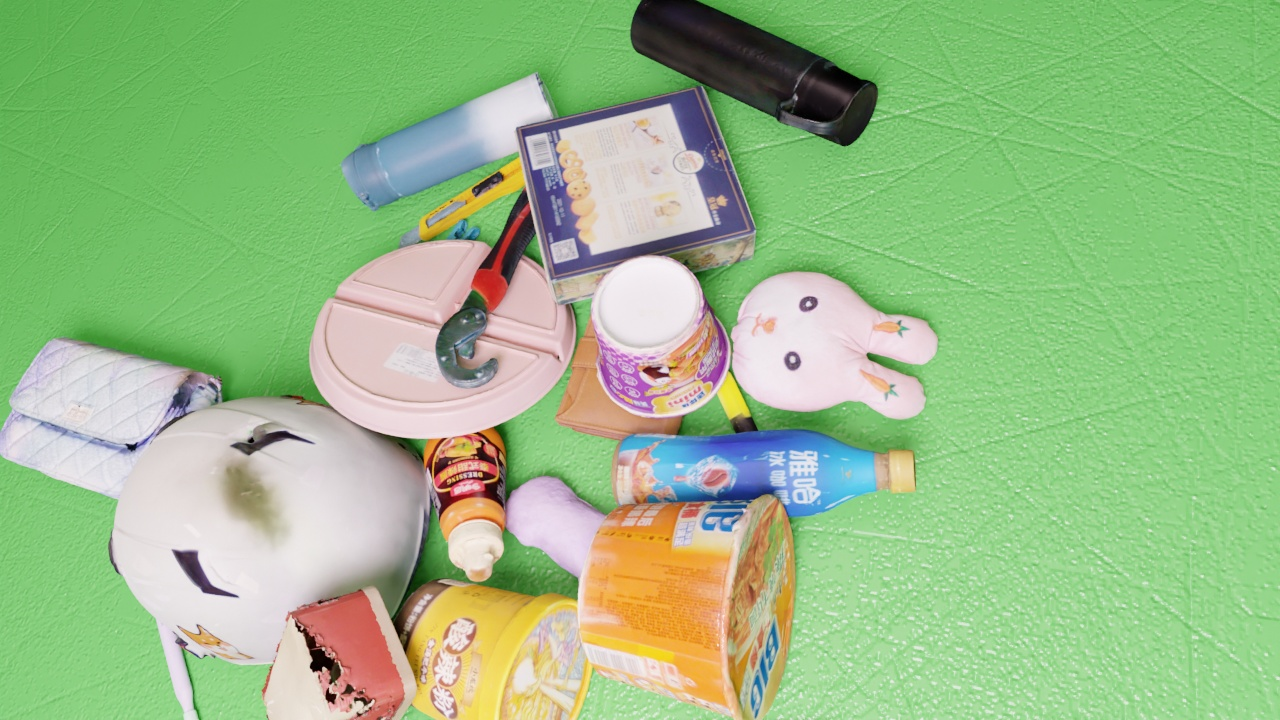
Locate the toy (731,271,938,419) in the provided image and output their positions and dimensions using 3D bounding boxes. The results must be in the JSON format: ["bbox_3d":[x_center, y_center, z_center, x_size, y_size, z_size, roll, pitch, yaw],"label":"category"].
[{"bbox_3d":[0.151,-0.011,0.727,0.159,0.054,0.121,12,70,12],"label":"toy"}]

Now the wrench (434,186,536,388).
[{"bbox_3d":[-0.121,-0.081,0.808,0.056,0.016,0.272,10,48,5],"label":"wrench"}]

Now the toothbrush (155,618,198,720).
[{"bbox_3d":[-0.389,0.262,0.769,0.029,0.021,0.189,-26,58,-13],"label":"toothbrush"}]

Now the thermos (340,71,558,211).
[{"bbox_3d":[-0.189,-0.216,0.911,0.220,0.070,0.070,-20,62,6],"label":"thermos"}]

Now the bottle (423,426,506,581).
[{"bbox_3d":[-0.133,0.110,0.720,0.067,0.067,0.149,-25,41,4],"label":"bottle"}]

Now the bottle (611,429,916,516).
[{"bbox_3d":[0.089,0.084,0.678,0.219,0.065,0.065,-3,65,19],"label":"bottle"}]

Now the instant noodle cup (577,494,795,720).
[{"bbox_3d":[0.033,0.163,0.629,0.112,0.151,0.151,1,66,25],"label":"instant noodle cup"}]

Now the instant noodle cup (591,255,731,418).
[{"bbox_3d":[0.012,-0.022,0.712,0.111,0.099,0.111,-4,66,8],"label":"instant noodle cup"}]

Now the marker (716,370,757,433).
[{"bbox_3d":[0.087,0.061,0.732,0.018,0.015,0.124,-27,64,7],"label":"marker"}]

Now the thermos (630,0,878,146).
[{"bbox_3d":[0.094,-0.271,0.846,0.242,0.069,0.089,35,44,27],"label":"thermos"}]

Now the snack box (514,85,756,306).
[{"bbox_3d":[-0.008,-0.151,0.820,0.182,0.046,0.177,-13,61,-3],"label":"snack box"}]

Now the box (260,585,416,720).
[{"bbox_3d":[-0.224,0.239,0.644,0.075,0.169,0.091,-11,58,-37],"label":"box"}]

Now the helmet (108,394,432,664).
[{"bbox_3d":[-0.315,0.123,0.736,0.274,0.157,0.229,9,68,20],"label":"helmet"}]

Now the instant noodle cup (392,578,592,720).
[{"bbox_3d":[-0.111,0.216,0.662,0.115,0.118,0.118,10,68,28],"label":"instant noodle cup"}]

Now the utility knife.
[{"bbox_3d":[-0.166,-0.158,0.905,0.181,0.015,0.033,-32,58,0],"label":"utility knife"}]

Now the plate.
[{"bbox_3d":[-0.171,-0.030,0.792,0.229,0.028,0.229,0,48,-1],"label":"plate"}]

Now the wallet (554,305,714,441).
[{"bbox_3d":[-0.005,0.005,0.775,0.108,0.031,0.131,11,68,19],"label":"wallet"}]

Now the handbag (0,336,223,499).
[{"bbox_3d":[-0.503,0.056,0.868,0.194,0.075,0.134,11,69,20],"label":"handbag"}]

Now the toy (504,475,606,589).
[{"bbox_3d":[-0.060,0.128,0.728,0.108,0.039,0.083,26,57,27],"label":"toy"}]

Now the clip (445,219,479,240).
[{"bbox_3d":[-0.180,-0.111,0.889,0.047,0.014,0.057,28,75,23],"label":"clip"}]
